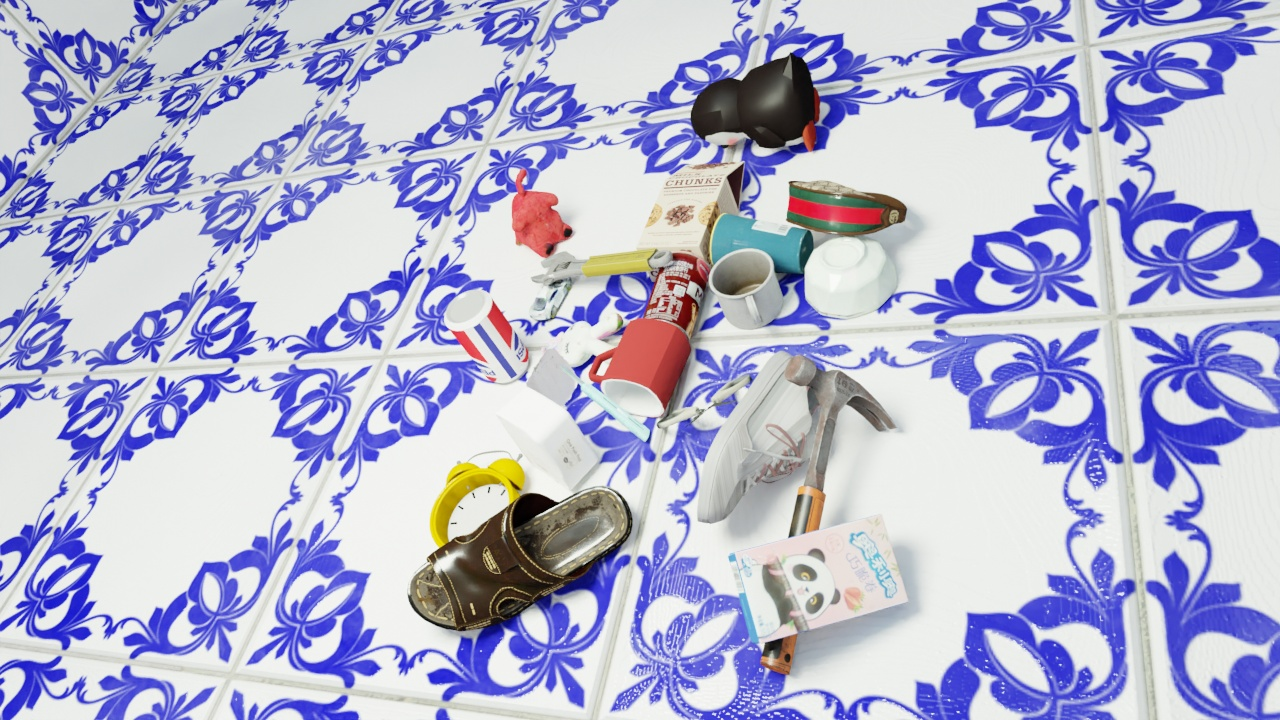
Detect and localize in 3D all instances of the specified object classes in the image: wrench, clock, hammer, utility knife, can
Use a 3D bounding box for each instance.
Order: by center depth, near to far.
[{"bbox_3d":[0.181,0.161,0.939,0.035,0.137,0.313,-24,45,60],"label":"hammer"},{"bbox_3d":[-0.197,0.178,1.126,0.114,0.052,0.151,-8,54,20],"label":"clock"},{"bbox_3d":[-0.046,0.052,1.133,0.141,0.015,0.022,38,30,5],"label":"utility knife"},{"bbox_3d":[-0.207,-0.030,1.250,0.070,0.132,0.070,-14,47,15],"label":"can"},{"bbox_3d":[-0.058,-0.135,1.289,0.274,0.018,0.083,-1,39,43],"label":"wrench"}]

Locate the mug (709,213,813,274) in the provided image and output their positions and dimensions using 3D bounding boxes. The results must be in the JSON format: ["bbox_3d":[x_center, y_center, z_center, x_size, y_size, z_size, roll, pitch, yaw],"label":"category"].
[{"bbox_3d":[0.163,-0.151,1.218,0.121,0.078,0.078,11,58,28],"label":"mug"}]

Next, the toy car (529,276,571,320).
[{"bbox_3d":[-0.133,-0.096,1.345,0.039,0.027,0.089,5,54,31],"label":"toy car"}]

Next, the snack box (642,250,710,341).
[{"bbox_3d":[0.046,-0.077,1.211,0.072,0.072,0.121,0,53,26],"label":"snack box"}]

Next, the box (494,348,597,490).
[{"bbox_3d":[-0.104,0.062,1.146,0.131,0.107,0.152,-42,42,-20],"label":"box"}]

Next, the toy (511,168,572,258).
[{"bbox_3d":[-0.177,-0.229,1.417,0.088,0.133,0.094,-37,36,-22],"label":"toy"}]

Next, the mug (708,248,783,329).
[{"bbox_3d":[0.139,-0.081,1.168,0.084,0.070,0.113,-19,46,10],"label":"mug"}]

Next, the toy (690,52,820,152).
[{"bbox_3d":[0.161,-0.384,1.367,0.184,0.140,0.158,-3,51,24],"label":"toy"}]

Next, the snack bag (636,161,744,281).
[{"bbox_3d":[0.079,-0.212,1.311,0.094,0.070,0.205,2,53,28],"label":"snack bag"}]

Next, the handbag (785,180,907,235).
[{"bbox_3d":[0.266,-0.201,1.192,0.138,0.063,0.166,-3,18,-22],"label":"handbag"}]

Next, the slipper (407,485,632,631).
[{"bbox_3d":[-0.136,0.217,1.022,0.268,0.076,0.113,-25,74,-2],"label":"slipper"}]

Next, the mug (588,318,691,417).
[{"bbox_3d":[-0.007,0.007,1.156,0.116,0.080,0.096,8,56,27],"label":"mug"}]

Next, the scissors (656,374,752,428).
[{"bbox_3d":[0.074,0.053,1.073,0.158,0.012,0.170,-27,3,41],"label":"scissors"}]

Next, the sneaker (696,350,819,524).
[{"bbox_3d":[0.145,0.091,1.001,0.089,0.099,0.235,22,57,23],"label":"sneaker"}]

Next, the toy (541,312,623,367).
[{"bbox_3d":[-0.080,-0.023,1.249,0.123,0.038,0.079,-12,55,20],"label":"toy"}]

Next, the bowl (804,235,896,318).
[{"bbox_3d":[0.257,-0.115,1.147,0.117,0.061,0.117,-13,48,15],"label":"bowl"}]

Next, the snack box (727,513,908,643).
[{"bbox_3d":[0.169,0.208,0.875,0.154,0.033,0.088,-13,77,-10],"label":"snack box"}]
